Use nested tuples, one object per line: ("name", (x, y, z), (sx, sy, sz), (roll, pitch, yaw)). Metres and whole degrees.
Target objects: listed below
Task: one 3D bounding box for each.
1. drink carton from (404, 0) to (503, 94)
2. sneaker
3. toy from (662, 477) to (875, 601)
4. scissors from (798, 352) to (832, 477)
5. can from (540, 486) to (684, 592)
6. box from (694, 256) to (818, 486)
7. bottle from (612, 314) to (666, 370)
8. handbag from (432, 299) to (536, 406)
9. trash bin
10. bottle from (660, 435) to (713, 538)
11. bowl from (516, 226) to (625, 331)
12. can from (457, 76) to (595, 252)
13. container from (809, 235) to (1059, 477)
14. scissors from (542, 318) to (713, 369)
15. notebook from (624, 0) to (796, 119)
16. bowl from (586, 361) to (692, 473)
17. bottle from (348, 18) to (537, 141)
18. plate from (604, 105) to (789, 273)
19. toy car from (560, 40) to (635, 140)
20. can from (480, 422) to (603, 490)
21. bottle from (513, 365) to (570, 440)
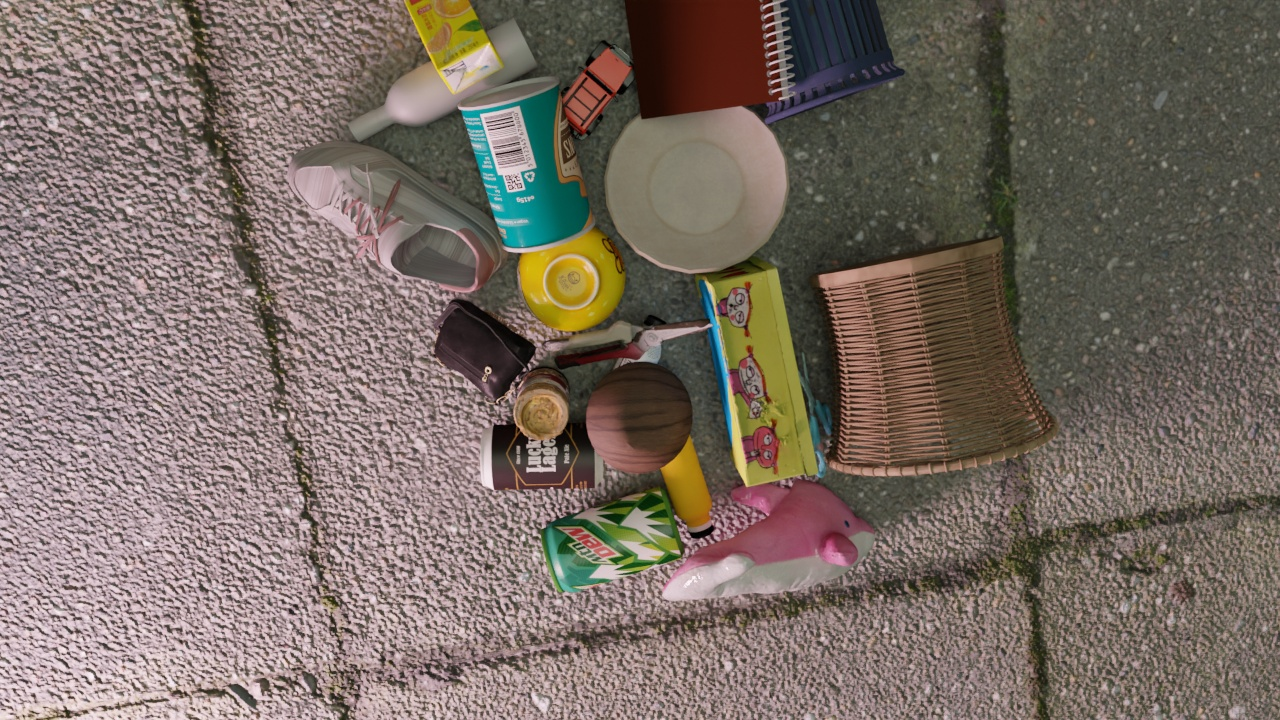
("drink carton", (-0.187, -0.328, 0.883), (0.058, 0.043, 0.134), (-28, 67, 2))
("sneaker", (-0.249, -0.138, 0.917), (0.236, 0.089, 0.099), (24, 116, -9))
("toy", (0.143, 0.191, 1.000), (0.265, 0.187, 0.127), (-7, 70, -33))
("scissors", (0.192, 0.052, 0.994), (0.015, 0.117, 0.139), (-3, 99, 25))
("can", (-0.031, 0.199, 1.011), (0.144, 0.083, 0.083), (-18, 102, 0))
("box", (0.119, 0.008, 0.964), (0.079, 0.124, 0.221), (-11, 100, -2))
("bottle", (-0.006, 0.006, 0.996), (0.041, 0.041, 0.116), (25, 99, -8))
("handbag", (-0.170, -0.009, 0.962), (0.128, 0.054, 0.079), (33, 106, 24))
("trash bin", (0.150, -0.372, 0.881), (0.139, 0.139, 0.249), (-19, 100, 0))
("bottle", (0.048, 0.129, 1.023), (0.043, 0.043, 0.144), (-19, 102, 0))
("bowl", (-0.072, -0.085, 0.959), (0.117, 0.067, 0.117), (-1, 102, -4))
("can", (-0.110, -0.193, 0.902), (0.099, 0.099, 0.144), (-15, 116, -1))
("container", (0.284, -0.009, 0.928), (0.227, 0.227, 0.196), (-12, 95, -1))
("scissors", (-0.013, -0.016, 0.954), (0.189, 0.015, 0.140), (15, 135, 10))
("notebook", (0.058, -0.342, 0.859), (0.172, 0.022, 0.209), (4, 111, 37))
("bowl", (0.005, 0.061, 0.959), (0.119, 0.032, 0.119), (-1, 93, -19))
("bottle", (-0.201, -0.274, 0.920), (0.195, 0.052, 0.052), (-27, 102, 2))
("plate", (0.058, -0.182, 0.953), (0.189, 0.027, 0.188), (0, 85, 3))
("toy car", (-0.047, -0.274, 0.932), (0.051, 0.048, 0.100), (39, 96, -10))
("can", (-0.105, 0.104, 0.993), (0.128, 0.072, 0.072), (-1, 101, -3))
("bottle", (-0.102, 0.043, 0.964), (0.056, 0.105, 0.056), (-1, 101, -4))
